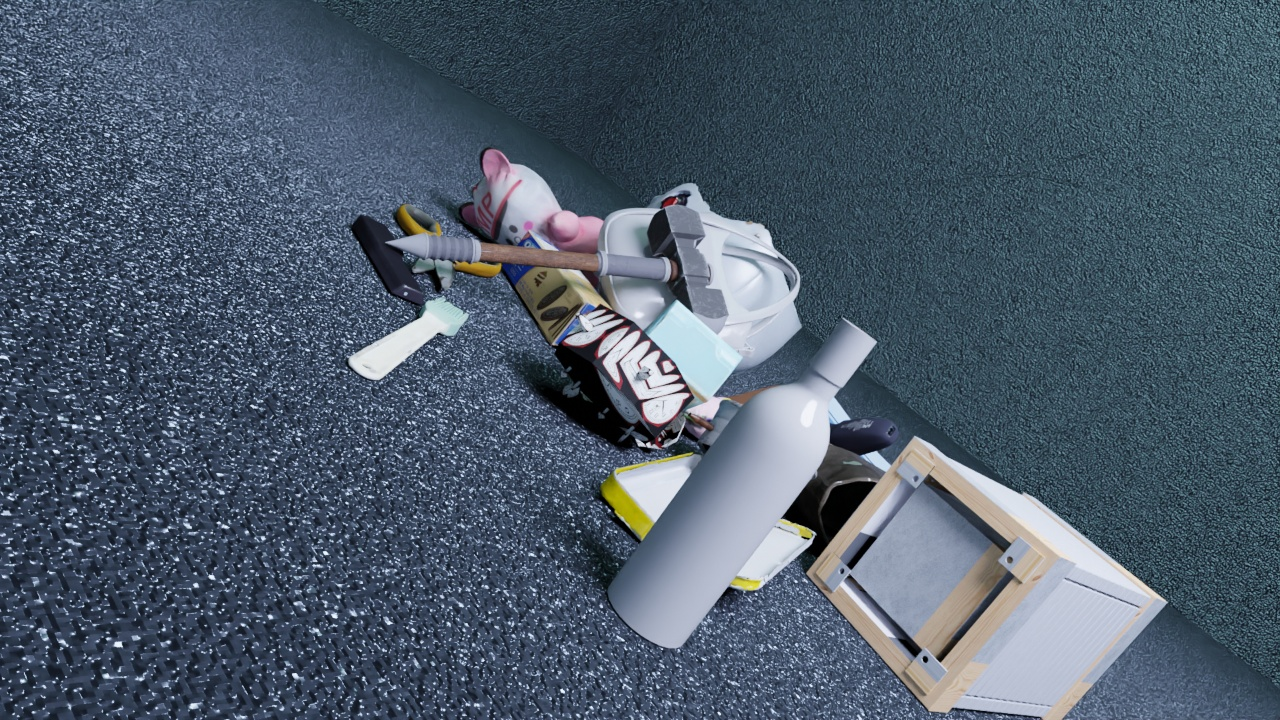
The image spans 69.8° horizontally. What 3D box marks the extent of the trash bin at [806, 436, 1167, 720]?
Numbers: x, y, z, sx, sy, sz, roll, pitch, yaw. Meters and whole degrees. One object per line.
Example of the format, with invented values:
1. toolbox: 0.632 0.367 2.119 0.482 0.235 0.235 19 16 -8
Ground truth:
1. trash bin: 0.290 0.189 0.761 0.246 0.142 0.142 24 16 -42

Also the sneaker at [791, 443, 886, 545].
1. sneaker: 0.244 0.157 0.865 0.234 0.095 0.120 32 7 -14

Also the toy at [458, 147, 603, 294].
1. toy: -0.114 -0.160 1.108 0.213 0.084 0.142 30 -26 -6

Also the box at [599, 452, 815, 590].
1. box: 0.056 0.116 0.679 0.130 0.039 0.209 31 9 19

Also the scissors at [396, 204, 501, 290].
1. scissors: -0.185 -0.099 0.910 0.162 0.016 0.225 28 14 -28

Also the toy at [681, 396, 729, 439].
1. toy: 0.085 0.065 0.916 0.102 0.050 0.093 29 12 -2

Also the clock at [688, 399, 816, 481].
1. clock: 0.104 0.088 0.802 0.104 0.056 0.148 33 -14 36

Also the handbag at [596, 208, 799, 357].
1. handbag: 0.068 -0.073 1.000 0.222 0.096 0.215 -2 59 -12

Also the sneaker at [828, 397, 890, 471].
1. sneaker: 0.217 0.137 1.007 0.098 0.084 0.241 -21 57 -21

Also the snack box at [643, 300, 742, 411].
1. snack box: 0.025 0.004 0.821 0.075 0.053 0.175 40 -15 -3

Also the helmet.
1. helmet: 0.064 -0.085 1.170 0.264 0.163 0.237 37 -17 36

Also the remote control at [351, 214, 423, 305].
1. remote control: -0.214 -0.088 0.783 0.032 0.015 0.136 24 16 -41

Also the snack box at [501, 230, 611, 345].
1. snack box: -0.087 -0.070 0.971 0.056 0.057 0.206 31 11 -34

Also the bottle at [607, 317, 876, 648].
1. bottle: 0.058 0.063 0.490 0.052 0.195 0.052 33 12 -8

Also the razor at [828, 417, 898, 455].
1. razor: 0.205 0.078 0.932 0.052 0.047 0.143 51 -27 -10

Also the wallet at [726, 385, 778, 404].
1. wallet: 0.124 0.059 1.013 0.121 0.087 0.013 -99 174 -74

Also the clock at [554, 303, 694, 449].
1. clock: -0.018 0.027 0.756 0.115 0.065 0.155 39 -16 22

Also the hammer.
1. hammer: -0.072 -0.094 0.856 0.321 0.043 0.155 2 60 -28

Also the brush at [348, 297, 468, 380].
1. brush: -0.163 -0.018 0.662 0.033 0.012 0.217 34 13 -4
